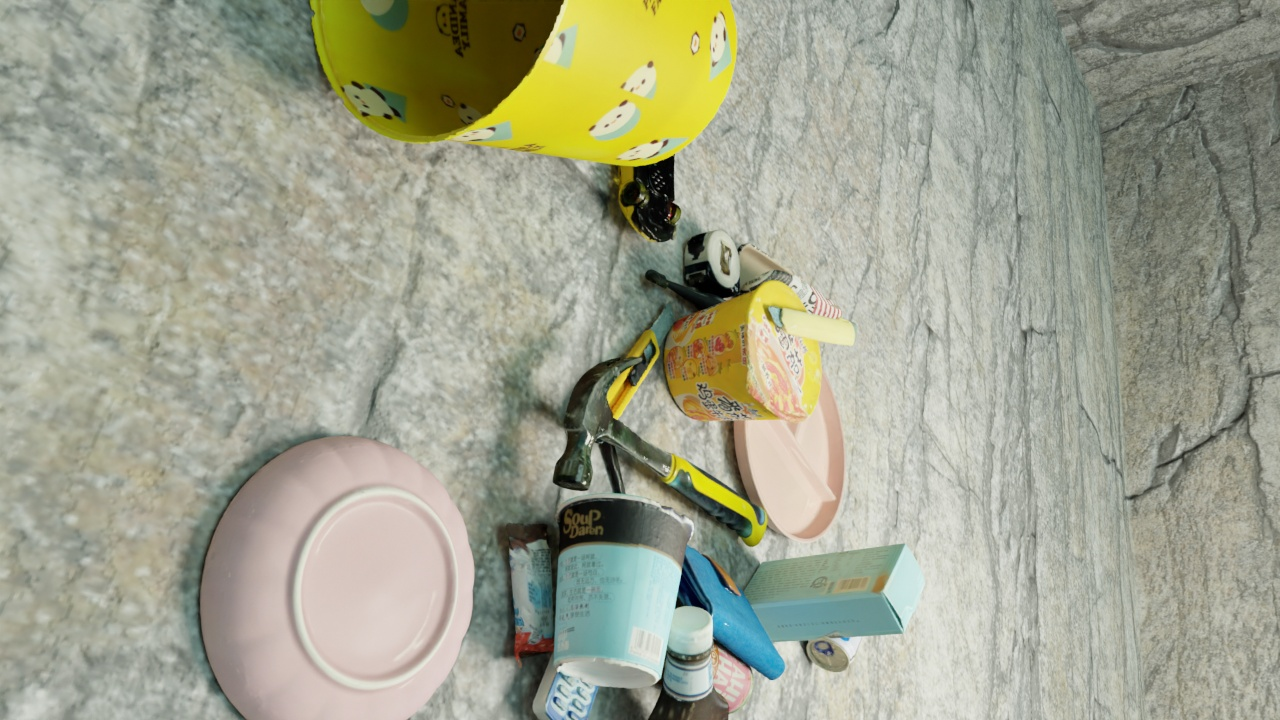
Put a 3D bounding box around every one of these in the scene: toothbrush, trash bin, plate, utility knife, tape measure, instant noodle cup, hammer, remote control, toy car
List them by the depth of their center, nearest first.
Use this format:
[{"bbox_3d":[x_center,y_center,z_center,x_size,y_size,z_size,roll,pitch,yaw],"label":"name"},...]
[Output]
[{"bbox_3d":[-0.172,0.141,0.573,0.192,0.039,0.192,18,67,-49],"label":"plate"},{"bbox_3d":[-0.066,-0.254,0.678,0.254,0.230,0.229,-2,82,-58],"label":"trash bin"},{"bbox_3d":[-0.019,0.177,0.688,0.111,0.111,0.120,38,48,-40],"label":"instant noodle cup"},{"bbox_3d":[-0.048,0.231,0.722,0.049,0.024,0.124,54,39,-28],"label":"remote control"},{"bbox_3d":[-0.018,0.102,0.803,0.015,0.018,0.181,-19,95,-45],"label":"toothbrush"},{"bbox_3d":[0.035,0.100,0.832,0.323,0.032,0.126,38,58,-48],"label":"hammer"},{"bbox_3d":[-0.005,0.005,0.832,0.033,0.015,0.208,60,38,-23],"label":"utility knife"},{"bbox_3d":[0.005,-0.186,0.885,0.071,0.041,0.155,16,67,-49],"label":"toy car"},{"bbox_3d":[0.097,-0.001,0.899,0.138,0.110,0.138,18,67,-50],"label":"instant noodle cup"},{"bbox_3d":[0.175,-0.035,0.903,0.167,0.018,0.031,10,68,-53],"label":"utility knife"},{"bbox_3d":[0.075,-0.056,0.954,0.212,0.027,0.026,21,109,-48],"label":"toothbrush"},{"bbox_3d":[0.076,-0.103,0.962,0.065,0.034,0.066,18,67,-51],"label":"tape measure"},{"bbox_3d":[0.170,0.090,1.038,0.229,0.028,0.229,17,68,-50],"label":"plate"}]

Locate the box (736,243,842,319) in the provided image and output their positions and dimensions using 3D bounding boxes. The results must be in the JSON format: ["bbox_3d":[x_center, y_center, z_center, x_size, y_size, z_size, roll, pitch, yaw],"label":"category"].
[{"bbox_3d":[0.159,-0.083,1.044,0.162,0.076,0.088,19,44,-48],"label":"box"}]

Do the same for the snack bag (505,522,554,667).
[{"bbox_3d":[-0.082,0.175,0.691,0.045,0.026,0.105,9,73,-49],"label":"snack bag"}]

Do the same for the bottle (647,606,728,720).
[{"bbox_3d":[0.038,0.291,0.743,0.079,0.044,0.195,-18,117,-40],"label":"bottle"}]

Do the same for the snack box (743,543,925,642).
[{"bbox_3d":[0.183,0.229,0.897,0.074,0.175,0.051,-41,107,-48],"label":"snack box"}]

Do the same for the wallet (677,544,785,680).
[{"bbox_3d":[0.074,0.224,0.834,0.133,0.040,0.106,46,6,-37],"label":"wallet"}]

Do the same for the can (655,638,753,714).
[{"bbox_3d":[0.038,0.260,0.798,0.147,0.058,0.057,41,51,-38],"label":"can"}]

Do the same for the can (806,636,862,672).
[{"bbox_3d":[0.234,0.289,1.047,0.134,0.053,0.053,-47,118,-47],"label":"can"}]
